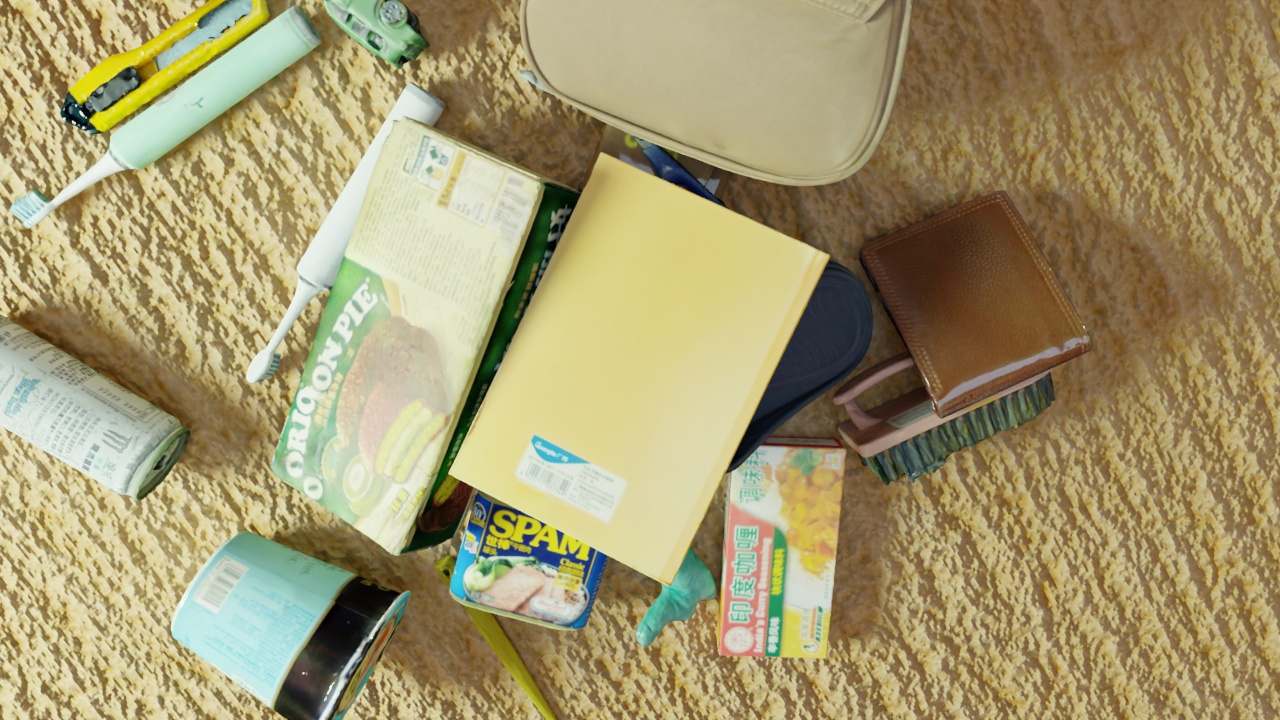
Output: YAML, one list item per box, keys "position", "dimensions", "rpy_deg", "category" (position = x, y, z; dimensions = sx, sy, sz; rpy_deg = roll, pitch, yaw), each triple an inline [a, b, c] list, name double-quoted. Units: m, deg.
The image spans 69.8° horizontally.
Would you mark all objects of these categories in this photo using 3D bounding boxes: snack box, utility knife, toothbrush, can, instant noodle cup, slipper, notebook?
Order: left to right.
- position: [-0.369, 0.029, 0.586]
  dimensions: [0.146, 0.058, 0.058]
  rpy_deg: [33, 99, -9]
  category: "can"
- position: [-0.293, -0.188, 0.564]
  dimensions: [0.154, 0.015, 0.033]
  rpy_deg: [-32, 104, 5]
  category: "utility knife"
- position: [-0.294, -0.146, 0.568]
  dimensions: [0.224, 0.026, 0.027]
  rpy_deg: [-33, 123, 5]
  category: "toothbrush"
- position: [-0.232, 0.174, 0.605]
  dimensions: [0.120, 0.111, 0.111]
  rpy_deg: [28, 99, 1]
  category: "instant noodle cup"
- position: [-0.193, -0.076, 0.586]
  dimensions: [0.027, 0.026, 0.221]
  rpy_deg: [37, 99, 17]
  category: "toothbrush"
- position: [-0.131, -0.014, 0.561]
  dimensions: [0.114, 0.063, 0.240]
  rpy_deg: [26, 101, 22]
  category: "snack box"
- position: [-0.091, 0.220, 0.657]
  dimensions: [0.016, 0.016, 0.190]
  rpy_deg: [-30, 101, 4]
  category: "toothbrush"
- position: [-0.070, 0.126, 0.619]
  dimensions: [0.102, 0.057, 0.083]
  rpy_deg: [16, 103, -6]
  category: "can"
- position: [-0.003, 0.003, 0.519]
  dimensions: [0.146, 0.010, 0.206]
  rpy_deg: [25, 91, 9]
  category: "notebook"
- position: [0.037, 0.014, 0.560]
  dimensions: [0.268, 0.083, 0.111]
  rpy_deg: [-24, 105, -12]
  category: "slipper"
- position: [0.096, 0.130, 0.640]
  dimensions: [0.077, 0.027, 0.156]
  rpy_deg: [2, 102, -1]
  category: "snack box"

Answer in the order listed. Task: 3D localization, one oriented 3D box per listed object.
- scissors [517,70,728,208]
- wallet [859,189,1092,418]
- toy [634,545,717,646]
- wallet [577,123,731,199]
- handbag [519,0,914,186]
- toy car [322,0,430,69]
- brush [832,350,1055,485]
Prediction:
- position: [0.012, -0.146, 0.558]
  dimensions: [0.140, 0.012, 0.171]
  rpy_deg: [-25, 95, 4]
  category: "scissors"
- position: [0.207, -0.038, 0.578]
  dimensions: [0.101, 0.032, 0.124]
  rpy_deg: [-23, 69, 4]
  category: "wallet"
- position: [0.018, 0.144, 0.629]
  dimensions: [0.096, 0.030, 0.092]
  rpy_deg: [-47, 113, -28]
  category: "toy"
- position: [0.016, -0.127, 0.582]
  dimensions: [0.090, 0.033, 0.115]
  rpy_deg: [22, 97, -5]
  category: "wallet"
- position: [0.045, -0.186, 0.492]
  dimensions: [0.204, 0.099, 0.148]
  rpy_deg: [22, 126, -1]
  category: "handbag"
- position: [-0.168, -0.214, 0.549]
  dimensions: [0.091, 0.043, 0.036]
  rpy_deg: [42, 98, -9]
  category: "toy car"
- position: [0.203, 0.022, 0.603]
  dimensions: [0.145, 0.063, 0.073]
  rpy_deg: [-25, 98, 2]
  category: "brush"
